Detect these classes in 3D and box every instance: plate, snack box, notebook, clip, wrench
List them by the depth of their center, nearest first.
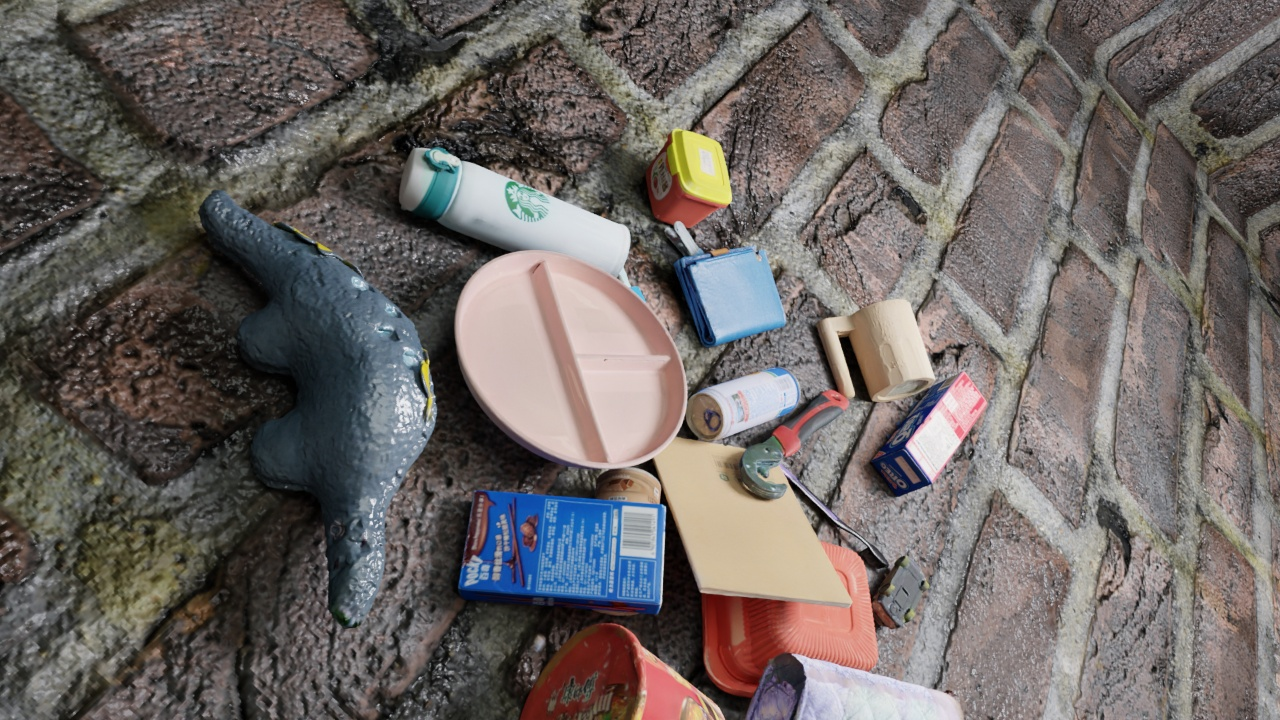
[{"bbox_3d":[-0.060,0.152,0.731,0.157,0.026,0.084,5,57,-2],"label":"snack box"},{"bbox_3d":[-0.061,-0.001,0.822,0.229,0.028,0.229,19,48,-23],"label":"plate"},{"bbox_3d":[0.091,0.140,0.836,0.147,0.008,0.207,11,29,-21],"label":"notebook"},{"bbox_3d":[0.168,0.079,0.974,0.056,0.016,0.272,33,30,16],"label":"wrench"},{"bbox_3d":[0.053,-0.204,1.048,0.082,0.080,0.091,10,58,-33],"label":"snack box"},{"bbox_3d":[0.051,-0.132,1.048,0.057,0.031,0.025,51,47,-12],"label":"clip"},{"bbox_3d":[0.355,0.086,1.122,0.058,0.057,0.206,55,45,0],"label":"snack box"}]

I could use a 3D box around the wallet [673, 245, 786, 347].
[{"bbox_3d":[0.103,-0.076,1.036,0.132,0.040,0.106,-16,85,-44],"label":"wallet"}]

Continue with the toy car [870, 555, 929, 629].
[{"bbox_3d":[0.274,0.245,0.975,0.042,0.035,0.090,53,45,-1],"label":"toy car"}]

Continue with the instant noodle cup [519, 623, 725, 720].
[{"bbox_3d":[-0.010,0.278,0.674,0.108,0.138,0.137,37,46,-26],"label":"instant noodle cup"}]

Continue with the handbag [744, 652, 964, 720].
[{"bbox_3d":[0.182,0.333,0.785,0.193,0.076,0.134,20,87,-26],"label":"handbag"}]

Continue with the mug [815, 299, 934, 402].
[{"bbox_3d":[0.286,-0.008,1.119,0.124,0.084,0.103,-8,68,-14],"label":"mug"}]

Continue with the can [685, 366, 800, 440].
[{"bbox_3d":[0.107,0.044,0.951,0.134,0.053,0.053,-14,73,-46],"label":"can"}]

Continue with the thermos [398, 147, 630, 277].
[{"bbox_3d":[-0.120,-0.139,0.878,0.224,0.073,0.073,19,54,-28],"label":"thermos"}]

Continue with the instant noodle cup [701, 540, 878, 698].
[{"bbox_3d":[0.146,0.232,0.854,0.188,0.079,0.164,18,50,-23],"label":"instant noodle cup"}]

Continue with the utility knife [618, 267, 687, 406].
[{"bbox_3d":[0.002,-0.038,0.943,0.034,0.018,0.198,8,52,-46],"label":"utility knife"}]

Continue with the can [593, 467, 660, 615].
[{"bbox_3d":[-0.016,0.154,0.788,0.058,0.059,0.116,25,50,-24],"label":"can"}]

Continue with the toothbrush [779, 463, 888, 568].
[{"bbox_3d":[0.196,0.161,0.985,0.189,0.017,0.014,43,34,-5],"label":"toothbrush"}]

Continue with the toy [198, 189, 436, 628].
[{"bbox_3d":[-0.227,0.018,0.688,0.137,0.092,0.356,-12,69,-29],"label":"toy"}]
